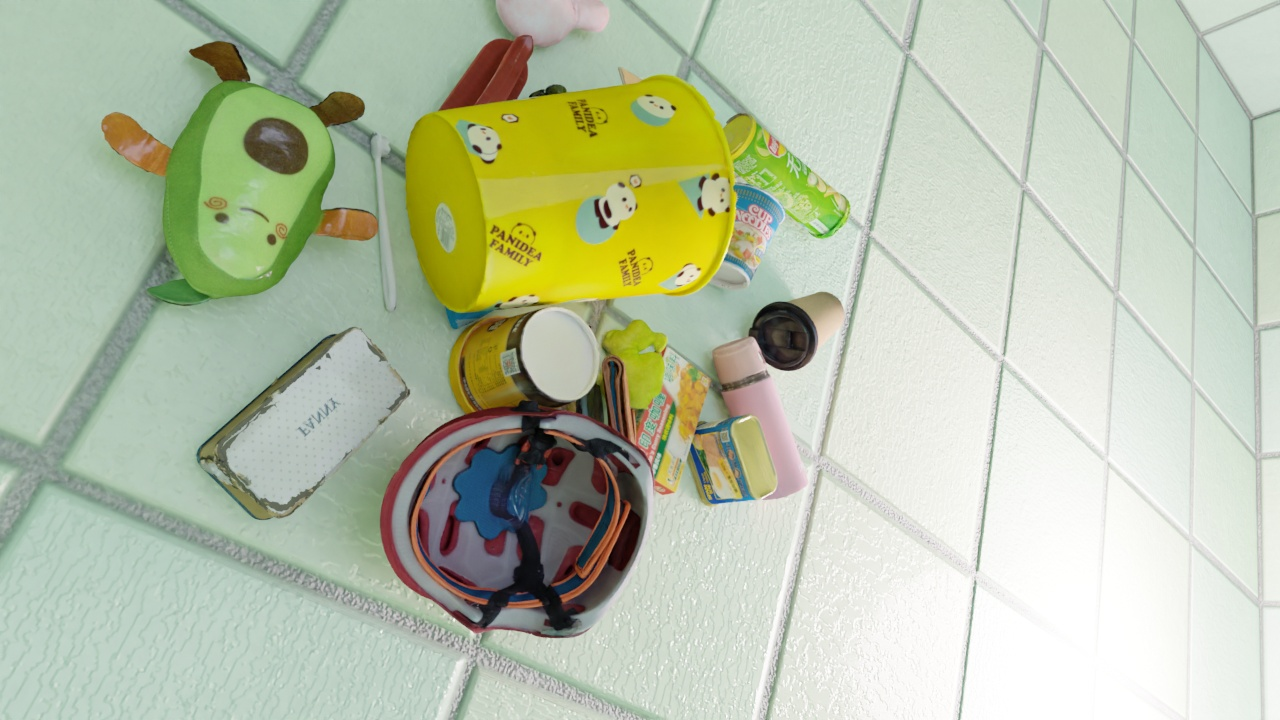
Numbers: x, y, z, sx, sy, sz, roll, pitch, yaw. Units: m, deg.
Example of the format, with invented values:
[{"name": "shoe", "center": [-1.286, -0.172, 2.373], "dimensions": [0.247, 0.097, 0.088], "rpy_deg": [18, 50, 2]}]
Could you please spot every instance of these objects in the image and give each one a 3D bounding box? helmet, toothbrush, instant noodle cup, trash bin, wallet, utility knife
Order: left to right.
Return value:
[{"name": "toothbrush", "center": [-0.246, -0.135, 0.888], "dimensions": [0.016, 0.016, 0.180], "rpy_deg": [2, 77, -46]}, {"name": "helmet", "center": [-0.119, 0.133, 0.846], "dimensions": [0.240, 0.144, 0.207], "rpy_deg": [16, 93, -19]}, {"name": "utility knife", "center": [-0.120, -0.087, 0.980], "dimensions": [0.217, 0.018, 0.034], "rpy_deg": [-31, 91, -40]}, {"name": "instant noodle cup", "center": [-0.110, 0.005, 0.904], "dimensions": [0.118, 0.115, 0.118], "rpy_deg": [11, 73, -38]}, {"name": "trash bin", "center": [-0.076, -0.157, 0.900], "dimensions": [0.254, 0.230, 0.229], "rpy_deg": [-14, 89, -32]}, {"name": "wallet", "center": [-0.024, 0.053, 0.948], "dimensions": [0.035, 0.130, 0.119], "rpy_deg": [-10, 91, -2]}, {"name": "instant noodle cup", "center": [0.121, -0.151, 1.160], "dimensions": [0.099, 0.099, 0.109], "rpy_deg": [32, 68, -31]}]

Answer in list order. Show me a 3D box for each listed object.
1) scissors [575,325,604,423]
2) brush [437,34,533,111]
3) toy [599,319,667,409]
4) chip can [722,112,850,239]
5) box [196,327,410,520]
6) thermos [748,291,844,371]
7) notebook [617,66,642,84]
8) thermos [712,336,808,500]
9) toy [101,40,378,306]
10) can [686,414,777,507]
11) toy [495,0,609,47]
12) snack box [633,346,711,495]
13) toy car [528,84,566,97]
[{"name": "scissors", "center": [-0.051, 0.043, 0.991], "dimensions": [0.144, 0.019, 0.179], "rpy_deg": [77, 8, -46]}, {"name": "brush", "center": [-0.157, -0.285, 0.963], "dimensions": [0.063, 0.069, 0.145], "rpy_deg": [40, 57, -28]}, {"name": "toy", "center": [-0.006, 0.006, 1.035], "dimensions": [0.096, 0.031, 0.100], "rpy_deg": [-25, 78, -10]}, {"name": "chip can", "center": [0.198, -0.247, 1.256], "dimensions": [0.221, 0.073, 0.072], "rpy_deg": [31, 61, -31]}, {"name": "box", "center": [-0.280, 0.048, 0.787], "dimensions": [0.090, 0.061, 0.183], "rpy_deg": [55, 49, -17]}, {"name": "thermos", "center": [0.212, -0.045, 1.215], "dimensions": [0.142, 0.093, 0.093], "rpy_deg": [-28, 98, -50]}, {"name": "notebook", "center": [0.031, -0.260, 1.094], "dimensions": [0.207, 0.008, 0.148], "rpy_deg": [-17, 91, -70]}, {"name": "thermos", "center": [0.149, 0.069, 1.150], "dimensions": [0.198, 0.067, 0.087], "rpy_deg": [69, 17, -2]}, {"name": "toy", "center": [-0.328, -0.157, 0.775], "dimensions": [0.226, 0.090, 0.246], "rpy_deg": [19, 65, -29]}, {"name": "can", "center": [0.106, 0.118, 1.082], "dimensions": [0.057, 0.083, 0.102], "rpy_deg": [-20, 93, -41]}, {"name": "toy", "center": [-0.103, -0.420, 1.051], "dimensions": [0.159, 0.054, 0.121], "rpy_deg": [-13, 96, -41]}, {"name": "snack box", "center": [0.028, 0.069, 1.065], "dimensions": [0.077, 0.027, 0.155], "rpy_deg": [35, 59, -28]}, {"name": "toy car", "center": [-0.064, -0.264, 1.056], "dimensions": [0.158, 0.042, 0.070], "rpy_deg": [9, 74, -40]}]
